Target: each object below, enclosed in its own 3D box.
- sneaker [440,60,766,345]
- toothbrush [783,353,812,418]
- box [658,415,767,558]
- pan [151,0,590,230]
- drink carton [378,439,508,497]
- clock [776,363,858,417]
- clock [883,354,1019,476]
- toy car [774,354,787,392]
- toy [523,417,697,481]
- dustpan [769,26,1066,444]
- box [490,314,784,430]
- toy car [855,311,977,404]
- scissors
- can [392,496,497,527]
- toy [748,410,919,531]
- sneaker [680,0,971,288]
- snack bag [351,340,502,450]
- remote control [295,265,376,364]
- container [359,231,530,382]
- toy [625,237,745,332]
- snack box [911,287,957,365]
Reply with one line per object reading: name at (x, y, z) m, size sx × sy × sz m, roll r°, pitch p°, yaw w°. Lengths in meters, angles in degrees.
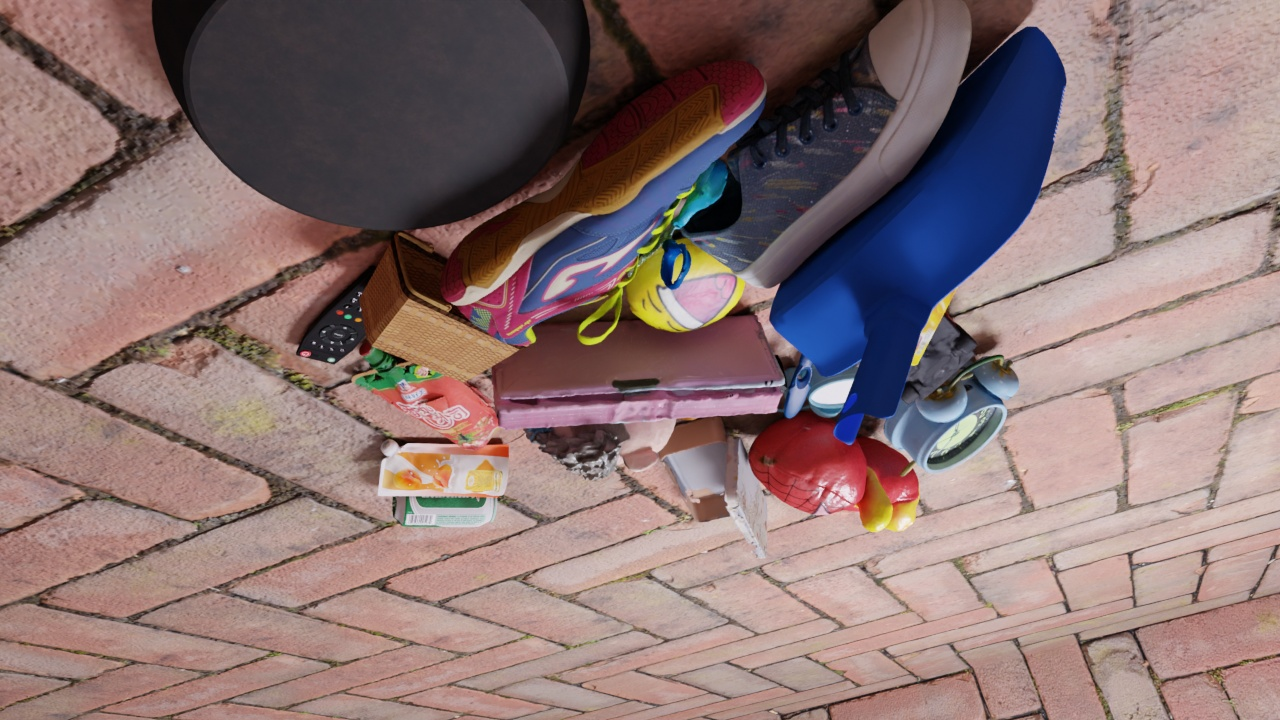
sneaker at (-0.014, -0.091, 0.577) m, size 0.242 × 0.116 × 0.091 m, roll -31°, pitch 126°, yaw 24°
toothbrush at (0.146, 0.004, 0.818) m, size 0.021 × 0.016 × 0.133 m, roll -5°, pitch 130°, yaw -14°
box at (0.081, 0.140, 1.007) m, size 0.108 × 0.094 × 0.216 m, roll 7°, pitch 155°, yaw 19°
pan at (-0.086, -0.175, 0.466) m, size 0.357 × 0.043 × 0.248 m, roll -28°, pitch 145°, yaw 27°
drink carton at (-0.194, 0.108, 0.901) m, size 0.122 × 0.039 × 0.069 m, roll 3°, pitch 122°, yaw -20°
clock at (0.175, 0.023, 0.880) m, size 0.123 × 0.042 × 0.087 m, roll -28°, pitch 145°, yaw 36°
clock at (0.309, 0.047, 0.909) m, size 0.118 × 0.060 × 0.162 m, roll -20°, pitch 143°, yaw -18°
toy car at (0.089, 0.025, 0.846) m, size 0.092 × 0.042 × 0.036 m, roll -17°, pitch 146°, yaw 11°
toy at (-0.020, 0.047, 0.791) m, size 0.175 × 0.132 × 0.076 m, roll -11°, pitch 139°, yaw -30°
dustpan at (0.143, -0.051, 0.548) m, size 0.059 × 0.256 × 0.246 m, roll 40°, pitch 134°, yaw -5°
box at (-0.004, 0.003, 0.739) m, size 0.232 × 0.097 × 0.046 m, roll -2°, pitch 142°, yaw -11°
toy car at (0.224, -0.022, 0.787) m, size 0.082 × 0.056 × 0.189 m, roll -44°, pitch 137°, yaw 16°
scissors at (0.014, -0.073, 0.601) m, size 0.015 × 0.103 × 0.134 m, roll 26°, pitch 151°, yaw -19°
can at (-0.203, 0.145, 0.947) m, size 0.101 × 0.053 × 0.053 m, roll 3°, pitch 146°, yaw -21°
toy at (0.203, 0.115, 0.967) m, size 0.216 × 0.099 × 0.148 m, roll 21°, pitch 178°, yaw -43°
sneaker at (0.102, -0.129, 0.565) m, size 0.079 × 0.087 × 0.236 m, roll 16°, pitch 143°, yaw -19°
snack bag at (-0.182, 0.026, 0.781) m, size 0.087 × 0.044 × 0.155 m, roll -12°, pitch 145°, yaw 24°
remote control at (-0.218, -0.034, 0.690) m, size 0.039 × 0.010 × 0.125 m, roll 17°, pitch 139°, yaw -38°
container at (-0.142, -0.032, 0.653) m, size 0.061 × 0.063 × 0.114 m, roll -40°, pitch 140°, yaw 21°
toy at (0.035, -0.057, 0.698) m, size 0.094 × 0.041 × 0.095 m, roll -25°, pitch 144°, yaw 16°
snack box at (0.203, -0.069, 0.683) m, size 0.075 × 0.025 × 0.152 m, roll 8°, pitch 120°, yaw -21°
